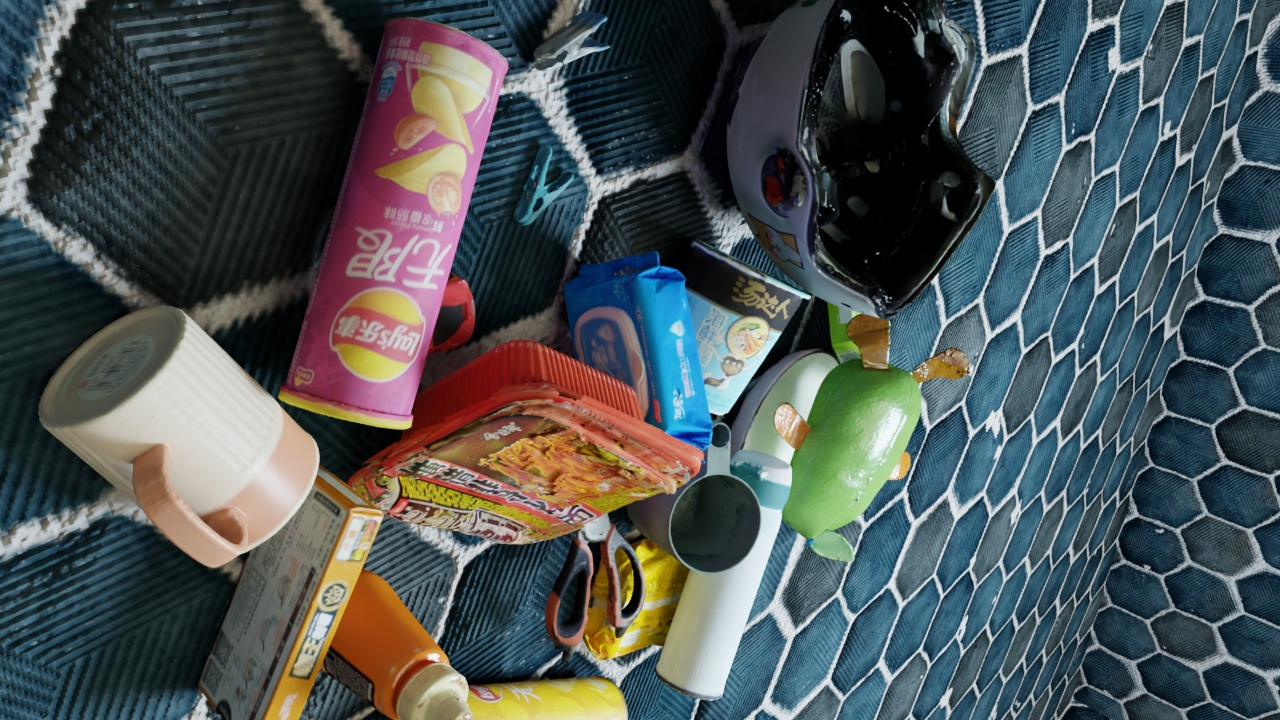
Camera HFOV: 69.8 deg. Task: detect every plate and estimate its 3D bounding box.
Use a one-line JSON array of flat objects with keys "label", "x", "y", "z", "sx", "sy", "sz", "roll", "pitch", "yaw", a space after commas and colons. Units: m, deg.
[{"label": "plate", "x": 0.144, "y": 0.075, "z": 0.945, "sx": 0.191, "sy": 0.039, "sz": 0.193, "roll": -25, "pitch": 127, "yaw": -40}]

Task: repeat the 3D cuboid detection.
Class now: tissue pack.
[{"label": "tissue pack", "x": -0.004, "y": 0.004, "z": 0.656, "sx": 0.052, "sy": 0.095, "sz": 0.157, "roll": -17, "pitch": 98, "yaw": -42}]

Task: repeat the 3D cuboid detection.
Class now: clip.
[{"label": "clip", "x": -0.068, "y": -0.115, "z": 0.621, "sx": 0.054, "sy": 0.013, "sz": 0.033, "roll": -59, "pitch": 141, "yaw": -12}, {"label": "clip", "x": -0.046, "y": -0.203, "z": 0.593, "sx": 0.058, "sy": 0.026, "sz": 0.042, "roll": -40, "pitch": 143, "yaw": -29}]

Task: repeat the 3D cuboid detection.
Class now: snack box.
[{"label": "snack box", "x": -0.208, "y": 0.143, "z": 0.540, "sx": 0.026, "sy": 0.075, "sz": 0.154, "roll": 21, "pitch": 93, "yaw": -51}, {"label": "snack box", "x": 0.231, "y": -0.009, "z": 0.977, "sx": 0.156, "sy": 0.026, "sz": 0.085, "roll": 52, "pitch": 31, "yaw": -48}]

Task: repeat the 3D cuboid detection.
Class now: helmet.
[{"label": "helmet", "x": 0.157, "y": -0.172, "z": 0.739, "sx": 0.229, "sy": 0.157, "sz": 0.274, "roll": -45, "pitch": 126, "yaw": -25}]

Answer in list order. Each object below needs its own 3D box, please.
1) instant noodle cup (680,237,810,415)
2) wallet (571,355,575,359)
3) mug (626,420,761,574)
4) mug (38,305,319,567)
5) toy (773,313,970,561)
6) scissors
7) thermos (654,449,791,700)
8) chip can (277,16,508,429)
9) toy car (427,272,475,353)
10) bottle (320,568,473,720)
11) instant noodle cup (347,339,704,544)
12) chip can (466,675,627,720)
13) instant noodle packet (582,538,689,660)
[{"label": "instant noodle cup", "x": 0.064, "y": -0.024, "z": 0.754, "sx": 0.111, "sy": 0.111, "sz": 0.120, "roll": 14, "pitch": 105, "yaw": -51}, {"label": "wallet", "x": -0.046, "y": 0.058, "z": 0.725, "sx": 0.118, "sy": 0.035, "sz": 0.131, "roll": -34, "pitch": 129, "yaw": -38}, {"label": "mug", "x": 0.043, "y": 0.107, "z": 0.780, "sx": 0.083, "sy": 0.103, "sz": 0.124, "roll": 1, "pitch": 94, "yaw": -22}, {"label": "mug", "x": -0.221, "y": 0.045, "z": 0.448, "sx": 0.081, "sy": 0.114, "sz": 0.106, "roll": -29, "pitch": 132, "yaw": -1}, {"label": "toy", "x": 0.211, "y": 0.075, "z": 0.909, "sx": 0.226, "sy": 0.090, "sz": 0.247, "roll": 21, "pitch": 103, "yaw": -34}, {"label": "scissors", "x": -0.044, "y": 0.145, "z": 0.725, "sx": 0.201, "sy": 0.015, "sz": 0.206, "roll": 37, "pitch": 82, "yaw": -44}, {"label": "thermos", "x": 0.081, "y": 0.193, "z": 0.847, "sx": 0.073, "sy": 0.073, "sz": 0.224, "roll": 15, "pitch": 95, "yaw": -51}, {"label": "chip can", "x": -0.132, "y": -0.072, "z": 0.500, "sx": 0.071, "sy": 0.071, "sz": 0.210, "roll": 18, "pitch": 87, "yaw": -52}, {"label": "toy car", "x": -0.149, "y": -0.019, "z": 0.564, "sx": 0.106, "sy": 0.031, "sz": 0.049, "roll": -22, "pitch": 123, "yaw": -39}, {"label": "bottle", "x": -0.154, "y": 0.185, "z": 0.565, "sx": 0.066, "sy": 0.150, "sz": 0.067, "roll": -25, "pitch": 127, "yaw": -40}, {"label": "instant noodle cup", "x": -0.073, "y": 0.054, "z": 0.594, "sx": 0.164, "sy": 0.189, "sz": 0.079, "roll": 28, "pitch": 47, "yaw": -43}, {"label": "chip can", "x": -0.099, "y": 0.300, "z": 0.752, "sx": 0.213, "sy": 0.072, "sz": 0.072, "roll": 23, "pitch": 91, "yaw": -52}, {"label": "instant noodle packet", "x": -0.001, "y": 0.214, "z": 0.844, "sx": 0.128, "sy": 0.044, "sz": 0.111, "roll": 14, "pitch": 92, "yaw": -55}]
